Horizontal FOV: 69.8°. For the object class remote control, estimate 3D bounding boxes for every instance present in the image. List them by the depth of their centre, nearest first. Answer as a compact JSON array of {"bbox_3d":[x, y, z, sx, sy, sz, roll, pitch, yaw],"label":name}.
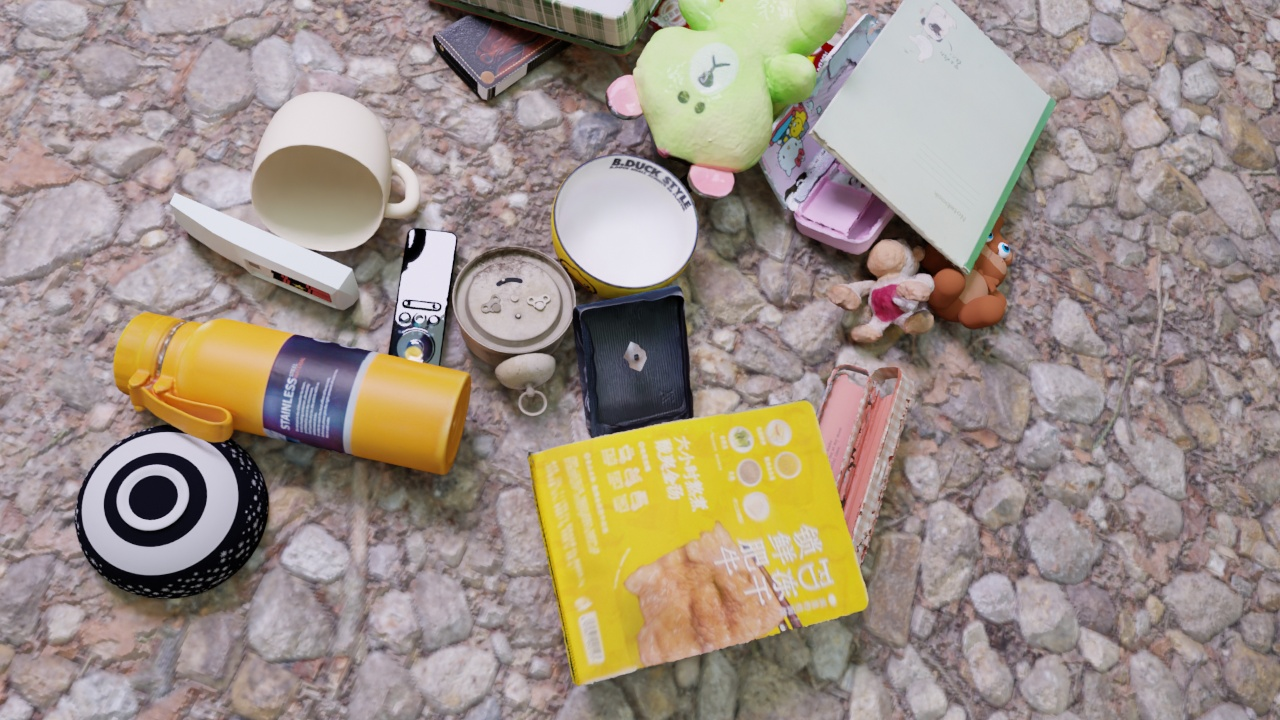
[{"bbox_3d":[-0.281,-0.076,0.691,0.143,0.050,0.024,23,70,-5],"label":"remote control"},{"bbox_3d":[-0.172,-0.031,0.717,0.041,0.020,0.151,6,73,-6],"label":"remote control"}]

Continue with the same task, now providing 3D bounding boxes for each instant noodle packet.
[{"bbox_3d":[0.041,0.127,0.668,0.221,0.084,0.163,-12,74,-8],"label":"instant noodle packet"}]

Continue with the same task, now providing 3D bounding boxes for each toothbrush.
[{"bbox_3d":[0.021,-0.163,0.807,0.012,0.013,0.167,-6,72,-14],"label":"toothbrush"}]

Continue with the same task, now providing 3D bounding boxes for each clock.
[{"bbox_3d":[-0.095,-0.021,0.713,0.093,0.055,0.140,-9,68,-14],"label":"clock"}]

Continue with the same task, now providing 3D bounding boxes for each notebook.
[{"bbox_3d":[0.270,-0.217,0.816,0.182,0.010,0.251,40,61,-7],"label":"notebook"}]

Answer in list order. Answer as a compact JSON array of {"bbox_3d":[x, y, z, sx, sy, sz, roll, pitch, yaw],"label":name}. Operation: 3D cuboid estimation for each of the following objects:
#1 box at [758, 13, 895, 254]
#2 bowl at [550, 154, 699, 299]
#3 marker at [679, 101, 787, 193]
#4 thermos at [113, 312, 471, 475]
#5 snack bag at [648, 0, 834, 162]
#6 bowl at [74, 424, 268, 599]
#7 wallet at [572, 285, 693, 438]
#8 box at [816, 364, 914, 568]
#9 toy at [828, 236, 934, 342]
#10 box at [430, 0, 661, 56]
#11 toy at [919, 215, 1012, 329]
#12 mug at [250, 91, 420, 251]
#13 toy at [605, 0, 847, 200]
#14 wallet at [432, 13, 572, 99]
[{"bbox_3d":[0.194,-0.199,0.829,0.146,0.077,0.201,40,68,-3],"label":"box"},{"bbox_3d":[-0.017,-0.100,0.747,0.117,0.068,0.117,4,72,-11],"label":"bowl"},{"bbox_3d":[0.083,-0.188,0.807,0.124,0.017,0.021,-40,129,-2],"label":"marker"},{"bbox_3d":[-0.242,0.021,0.642,0.232,0.091,0.076,13,100,-3],"label":"thermos"},{"bbox_3d":[0.112,-0.283,0.853,0.208,0.067,0.138,37,63,-9],"label":"snack bag"},{"bbox_3d":[-0.319,0.097,0.618,0.120,0.066,0.120,4,72,-11],"label":"bowl"},{"bbox_3d":[-0.004,0.004,0.714,0.089,0.026,0.115,-11,111,-18],"label":"wallet"},{"bbox_3d":[0.163,0.086,0.736,0.041,0.083,0.186,37,63,-32],"label":"box"},{"bbox_3d":[0.220,-0.068,0.785,0.074,0.085,0.105,53,46,-29],"label":"toy"},{"bbox_3d":[-0.081,-0.337,0.786,0.206,0.051,0.117,19,69,15],"label":"box"},{"bbox_3d":[0.300,-0.086,0.818,0.095,0.065,0.127,39,63,-8],"label":"toy"},{"bbox_3d":[-0.227,-0.148,0.700,0.120,0.096,0.099,13,41,-22],"label":"mug"},{"bbox_3d":[0.073,-0.242,0.760,0.150,0.107,0.197,42,97,10],"label":"toy"},{"bbox_3d":[-0.113,-0.288,0.811,0.122,0.019,0.072,-40,84,-21],"label":"wallet"}]
